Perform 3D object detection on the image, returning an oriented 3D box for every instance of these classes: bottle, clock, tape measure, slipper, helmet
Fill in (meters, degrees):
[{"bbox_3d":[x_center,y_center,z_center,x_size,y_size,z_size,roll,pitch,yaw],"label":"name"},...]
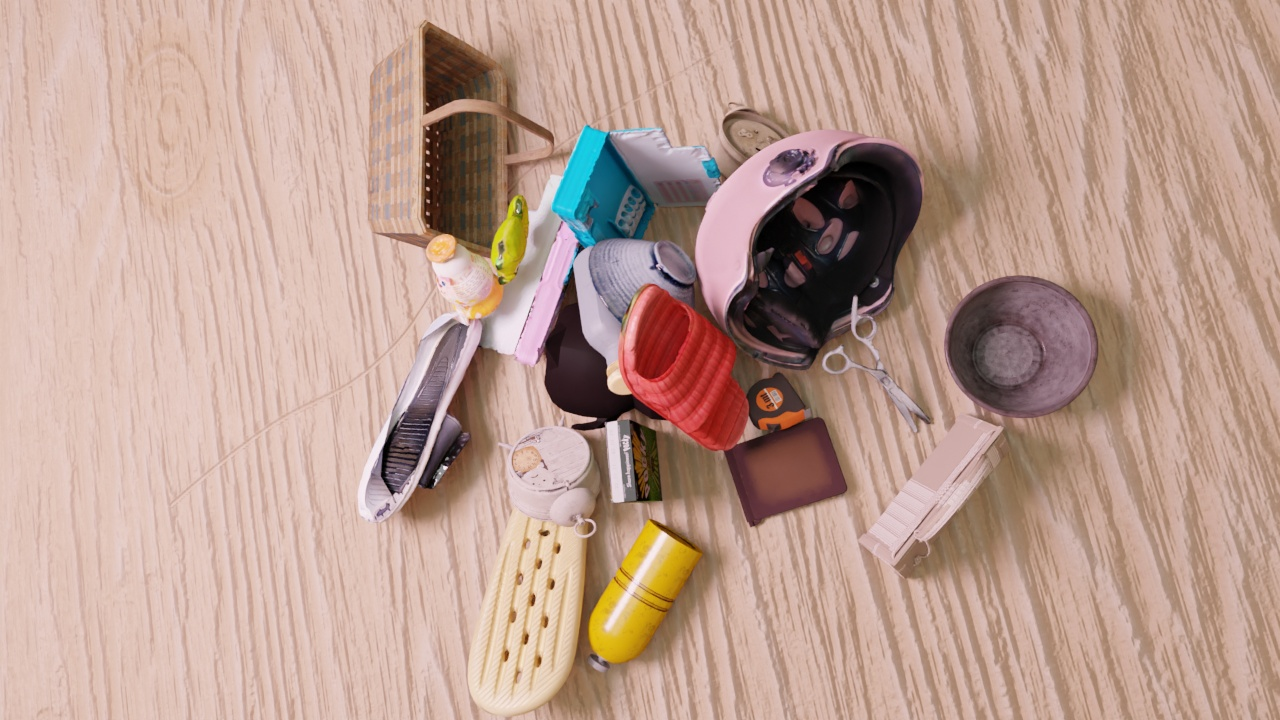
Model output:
[{"bbox_3d":[-0.005,0.259,0.992,0.071,0.071,0.164,31,89,14],"label":"bottle"},{"bbox_3d":[0.120,-0.244,1.041,0.092,0.055,0.140,5,51,-23],"label":"clock"},{"bbox_3d":[0.146,0.051,1.005,0.059,0.038,0.058,-30,59,-2],"label":"tape measure"},{"bbox_3d":[-0.110,0.260,1.012,0.111,0.079,0.260,4,64,11],"label":"slipper"},{"bbox_3d":[-0.198,-0.094,1.022,0.063,0.109,0.063,-8,59,14],"label":"bottle"},{"bbox_3d":[-0.243,0.069,1.066,0.111,0.063,0.263,2,69,43],"label":"slipper"},{"bbox_3d":[-0.025,-0.039,0.923,0.046,0.072,0.161,-42,43,35],"label":"bottle"},{"bbox_3d":[0.058,0.020,0.893,0.059,0.249,0.103,13,66,38],"label":"slipper"},{"bbox_3d":[-0.088,0.131,0.997,0.103,0.061,0.157,-22,47,-16],"label":"clock"},{"bbox_3d":[0.165,-0.129,0.950,0.255,0.230,0.152,-50,44,7],"label":"helmet"}]

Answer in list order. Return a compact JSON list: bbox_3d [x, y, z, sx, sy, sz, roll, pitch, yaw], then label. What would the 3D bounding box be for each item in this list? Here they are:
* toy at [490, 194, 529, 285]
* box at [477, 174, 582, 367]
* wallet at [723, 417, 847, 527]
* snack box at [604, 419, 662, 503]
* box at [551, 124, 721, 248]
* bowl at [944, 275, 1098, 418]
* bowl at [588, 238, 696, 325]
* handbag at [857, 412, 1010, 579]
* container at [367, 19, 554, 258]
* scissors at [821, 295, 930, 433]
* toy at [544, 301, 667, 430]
[{"bbox_3d":[-0.144,-0.136,1.029,0.036,0.093,0.094,12,123,0],"label":"toy"},{"bbox_3d":[-0.110,-0.108,1.059,0.062,0.161,0.230,22,85,-30],"label":"box"},{"bbox_3d":[0.159,0.122,1.007,0.116,0.018,0.091,-20,78,11],"label":"wallet"},{"bbox_3d":[-0.005,0.110,0.972,0.025,0.147,0.080,-7,80,10],"label":"snack box"},{"bbox_3d":[-0.004,-0.183,0.974,0.170,0.227,0.085,-35,75,5],"label":"box"},{"bbox_3d":[0.386,-0.010,0.951,0.145,0.067,0.145,-2,81,11],"label":"bowl"},{"bbox_3d":[0.018,-0.082,0.918,0.057,0.136,0.137,-40,74,34],"label":"bowl"},{"bbox_3d":[0.292,0.129,0.882,0.062,0.198,0.175,39,91,14],"label":"handbag"},{"bbox_3d":[-0.203,-0.249,1.054,0.187,0.157,0.249,-7,80,31],"label":"container"},{"bbox_3d":[0.258,0.006,0.961,0.161,0.014,0.118,21,107,-11],"label":"scissors"},{"bbox_3d":[-0.006,0.006,0.991,0.184,0.140,0.159,10,84,12],"label":"toy"}]
